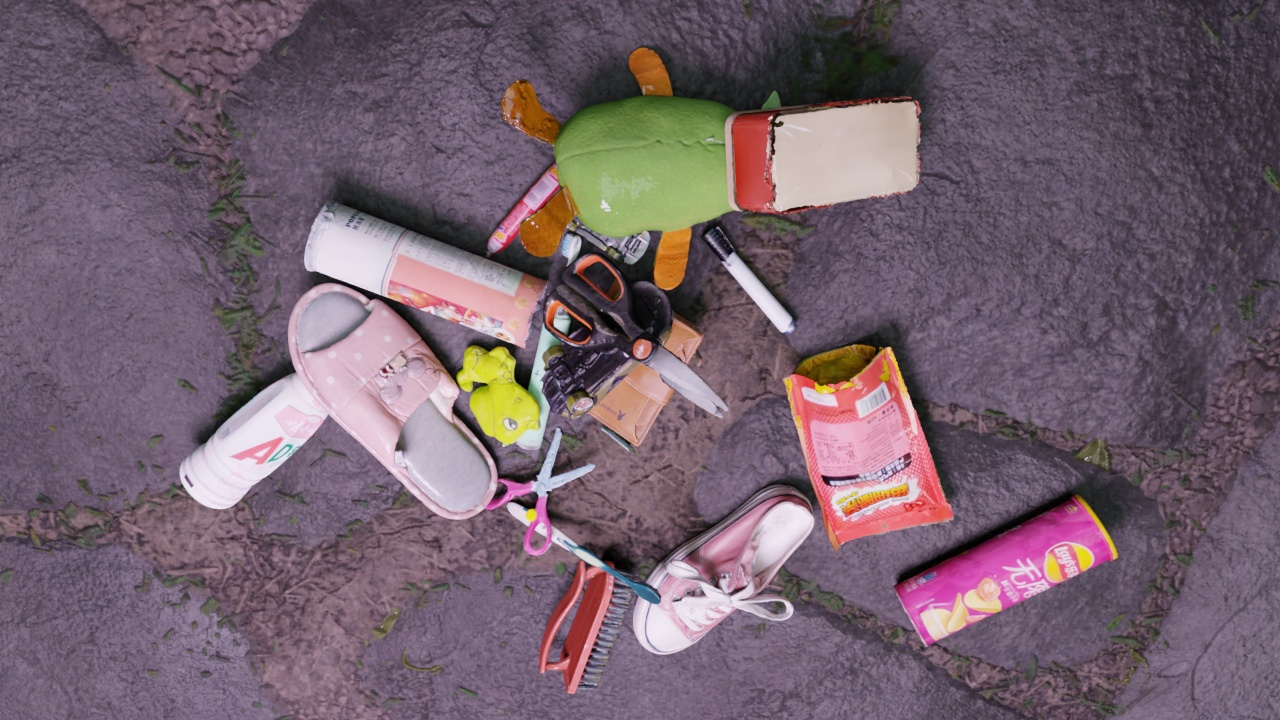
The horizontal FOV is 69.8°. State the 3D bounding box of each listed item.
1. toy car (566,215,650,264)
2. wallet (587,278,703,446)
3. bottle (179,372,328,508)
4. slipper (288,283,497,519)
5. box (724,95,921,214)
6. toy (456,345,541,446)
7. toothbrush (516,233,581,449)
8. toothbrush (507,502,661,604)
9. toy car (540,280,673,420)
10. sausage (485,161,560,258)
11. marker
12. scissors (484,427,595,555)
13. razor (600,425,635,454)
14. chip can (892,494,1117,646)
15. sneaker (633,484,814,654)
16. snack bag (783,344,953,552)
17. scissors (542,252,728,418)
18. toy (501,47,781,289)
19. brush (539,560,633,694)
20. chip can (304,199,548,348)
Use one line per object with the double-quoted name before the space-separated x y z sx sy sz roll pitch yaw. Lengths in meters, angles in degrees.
"toy car" -0.034 -0.128 0.863 0.091 0.036 0.043 34 103 -4
"wallet" -0.005 0.005 0.894 0.119 0.035 0.131 34 106 18
"bottle" -0.368 0.066 0.917 0.197 0.068 0.068 -39 103 9
"slipper" -0.232 0.043 0.890 0.114 0.055 0.274 -45 109 -31
"box" 0.163 -0.175 0.784 0.168 0.079 0.091 -14 109 -28
"toy" -0.142 0.035 0.910 0.097 0.031 0.100 3 101 26
"toothbrush" -0.088 -0.015 0.905 0.027 0.026 0.225 26 111 32
"toothbrush" -0.059 0.197 0.950 0.192 0.018 0.016 30 104 14
"toy car" -0.031 -0.008 0.856 0.158 0.042 0.070 -40 58 17
"sausage" -0.097 -0.154 0.866 0.020 0.020 0.156 42 104 -11
"marker" 0.107 -0.077 0.887 0.022 0.018 0.130 -43 102 3
"scissors" -0.111 0.131 0.948 0.125 0.017 0.133 17 91 17
"razor" 0.012 0.031 0.916 0.043 0.028 0.133 38 106 17
"chip can" 0.372 0.218 0.945 0.211 0.071 0.071 -29 104 10
"sneaker" 0.084 0.228 0.945 0.241 0.087 0.118 -43 102 13
"snack bag" 0.224 0.091 0.917 0.129 0.073 0.208 -19 111 11
"scissors" 0.003 -0.029 0.804 0.235 0.021 0.136 14 81 34
"toy" 0.006 -0.172 0.807 0.246 0.090 0.227 -5 85 -12
"brush" -0.059 0.277 0.977 0.069 0.063 0.146 16 106 -18
"chip can" -0.198 -0.081 0.864 0.214 0.071 0.071 20 107 -5
